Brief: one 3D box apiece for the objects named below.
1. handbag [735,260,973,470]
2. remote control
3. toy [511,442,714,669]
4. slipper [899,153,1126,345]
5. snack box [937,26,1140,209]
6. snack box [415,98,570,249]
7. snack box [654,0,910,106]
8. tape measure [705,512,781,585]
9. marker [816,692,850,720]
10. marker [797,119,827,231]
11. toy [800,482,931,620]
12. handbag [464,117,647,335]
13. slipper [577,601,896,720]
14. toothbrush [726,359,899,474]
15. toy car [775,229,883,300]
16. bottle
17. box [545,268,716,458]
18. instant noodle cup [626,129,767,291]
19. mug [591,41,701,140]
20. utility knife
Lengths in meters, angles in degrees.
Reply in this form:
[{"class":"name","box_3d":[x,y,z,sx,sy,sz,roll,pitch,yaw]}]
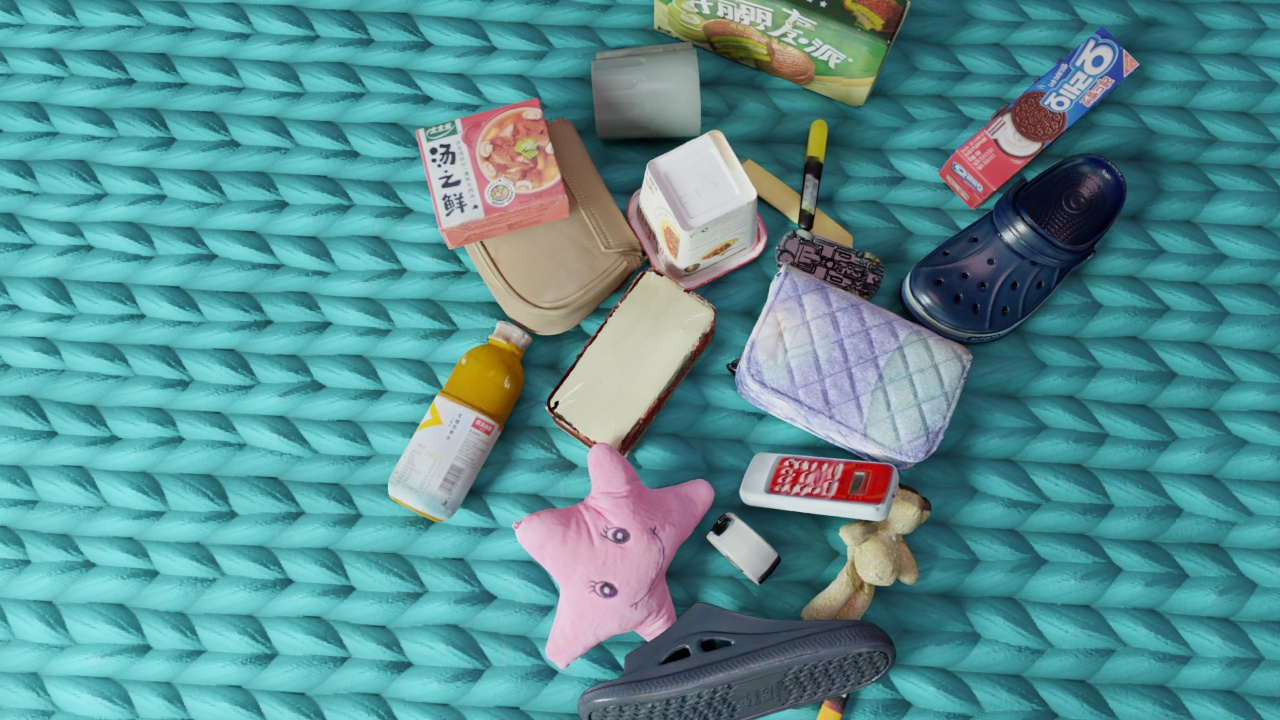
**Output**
[{"class":"handbag","box_3d":[0.189,0.007,0.837,0.194,0.076,0.134,27,74,3]},{"class":"remote control","box_3d":[0.155,0.109,0.807,0.136,0.020,0.055,3,46,31]},{"class":"toy","box_3d":[-0.032,0.173,0.791,0.178,0.075,0.194,19,86,-21]},{"class":"slipper","box_3d":[0.362,-0.109,0.856,0.252,0.095,0.105,-36,76,-11]},{"class":"snack box","box_3d":[0.391,-0.239,0.903,0.207,0.057,0.058,-40,82,-8]},{"class":"snack box","box_3d":[-0.133,-0.175,0.809,0.113,0.044,0.127,-17,72,-3]},{"class":"snack box","box_3d":[0.131,-0.342,0.904,0.240,0.114,0.063,24,77,6]},{"class":"tape measure","box_3d":[0.090,0.166,0.809,0.066,0.066,0.033,41,82,10]},{"class":"marker","box_3d":[0.175,0.289,0.805,0.018,0.015,0.123,26,76,6]},{"class":"marker","box_3d":[0.170,-0.183,0.910,0.018,0.015,0.124,12,71,-3]},{"class":"toy","box_3d":[0.198,0.177,0.812,0.105,0.066,0.157,37,83,-24]},{"class":"handbag","box_3d":[-0.095,-0.129,0.871,0.147,0.100,0.204,-26,77,-13]},{"class":"slipper","box_3d":[0.077,0.255,0.782,0.268,0.111,0.083,-12,46,-2]},{"class":"toothbrush","box_3d":[0.162,0.052,0.862,0.189,0.014,0.016,33,67,8]},{"class":"toy car","box_3d":[0.180,-0.090,0.885,0.105,0.031,0.049,21,82,8]},{"class":"bottle","box_3d":[-0.159,0.053,0.840,0.068,0.068,0.189,26,79,7]},{"class":"box","box_3d":[-0.005,0.005,0.843,0.091,0.079,0.168,35,80,9]},{"class":"instant noodle cup","box_3d":[0.054,-0.142,0.853,0.116,0.124,0.116,-27,77,-5]},{"class":"mug","box_3d":[0.005,-0.275,0.916,0.103,0.084,0.123,-5,50,1]},{"class":"utility knife","box_3d":[0.147,-0.154,0.909,0.151,0.018,0.031,38,84,11]}]
